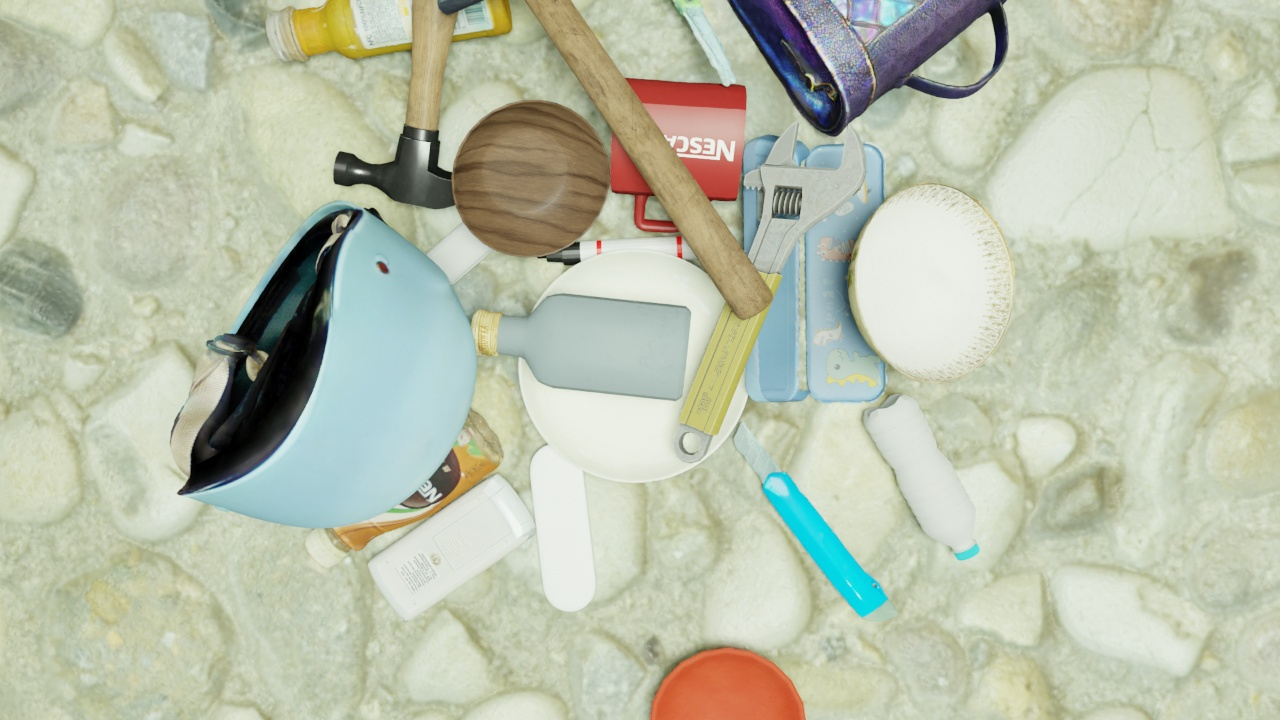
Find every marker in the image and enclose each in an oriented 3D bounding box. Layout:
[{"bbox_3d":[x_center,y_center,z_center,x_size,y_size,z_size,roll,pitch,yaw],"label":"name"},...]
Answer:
[{"bbox_3d":[-0.012,-0.088,0.736,0.145,0.019,0.019,-3,90,2],"label":"marker"}]

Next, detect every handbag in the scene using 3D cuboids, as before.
[{"bbox_3d":[0.184,-0.289,0.675,0.205,0.125,0.222,-39,87,1],"label":"handbag"}]

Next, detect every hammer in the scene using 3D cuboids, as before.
[{"bbox_3d":[-0.146,-0.266,0.680,0.132,0.040,0.306,11,111,-4],"label":"hammer"},{"bbox_3d":[-0.008,-0.166,0.641,0.129,0.040,0.322,-34,91,0],"label":"hammer"}]

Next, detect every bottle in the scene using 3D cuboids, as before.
[{"bbox_3d":[-0.189,0.103,0.724,0.167,0.059,0.059,-36,89,2],"label":"bottle"},{"bbox_3d":[-0.045,-0.013,0.689,0.161,0.046,0.072,6,91,2],"label":"bottle"},{"bbox_3d":[-0.197,-0.270,0.724,0.186,0.053,0.053,-9,90,2],"label":"bottle"},{"bbox_3d":[0.224,0.092,0.717,0.044,0.044,0.136,-29,89,2],"label":"bottle"}]

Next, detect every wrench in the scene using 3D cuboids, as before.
[{"bbox_3d":[0.086,-0.047,0.678,0.084,0.018,0.273,24,99,22],"label":"wrench"}]

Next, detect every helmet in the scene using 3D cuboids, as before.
[{"bbox_3d":[-0.217,0.011,0.651,0.166,0.265,0.225,35,95,-37],"label":"helmet"}]

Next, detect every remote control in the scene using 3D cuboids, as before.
[{"bbox_3d":[-0.116,-0.115,0.743,0.131,0.012,0.033,-41,89,2],"label":"remote control"},{"bbox_3d":[-0.152,0.151,0.737,0.138,0.025,0.060,-35,87,7],"label":"remote control"},{"bbox_3d":[-0.062,0.134,0.743,0.043,0.013,0.136,-7,90,2],"label":"remote control"}]

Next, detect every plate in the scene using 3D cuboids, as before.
[{"bbox_3d":[-0.004,0.004,0.729,0.182,0.034,0.182,0,90,2],"label":"plate"}]

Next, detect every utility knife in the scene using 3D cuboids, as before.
[{"bbox_3d":[0.136,0.132,0.735,0.031,0.015,0.198,-37,92,-1],"label":"utility knife"}]

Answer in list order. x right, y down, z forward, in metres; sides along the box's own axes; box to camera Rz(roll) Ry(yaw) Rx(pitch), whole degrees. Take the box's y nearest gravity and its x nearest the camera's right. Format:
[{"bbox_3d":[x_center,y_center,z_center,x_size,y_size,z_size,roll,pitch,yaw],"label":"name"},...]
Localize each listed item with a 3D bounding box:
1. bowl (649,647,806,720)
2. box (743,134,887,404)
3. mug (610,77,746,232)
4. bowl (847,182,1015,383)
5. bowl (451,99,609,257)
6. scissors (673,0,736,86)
[{"bbox_3d":[0.069,0.284,0.729,0.122,0.035,0.122,0,90,2],"label":"bowl"},{"bbox_3d":[0.135,-0.069,0.725,0.126,0.039,0.209,0,90,-20],"label":"box"},{"bbox_3d":[0.028,-0.155,0.709,0.096,0.080,0.116,4,119,2],"label":"mug"},{"bbox_3d":[0.206,-0.056,0.696,0.145,0.063,0.145,0,89,-21],"label":"bowl"},{"bbox_3d":[-0.085,-0.140,0.695,0.119,0.032,0.119,-8,119,-16],"label":"bowl"},{"bbox_3d":[0.037,-0.273,0.706,0.065,0.033,0.174,-20,62,-7],"label":"scissors"}]
